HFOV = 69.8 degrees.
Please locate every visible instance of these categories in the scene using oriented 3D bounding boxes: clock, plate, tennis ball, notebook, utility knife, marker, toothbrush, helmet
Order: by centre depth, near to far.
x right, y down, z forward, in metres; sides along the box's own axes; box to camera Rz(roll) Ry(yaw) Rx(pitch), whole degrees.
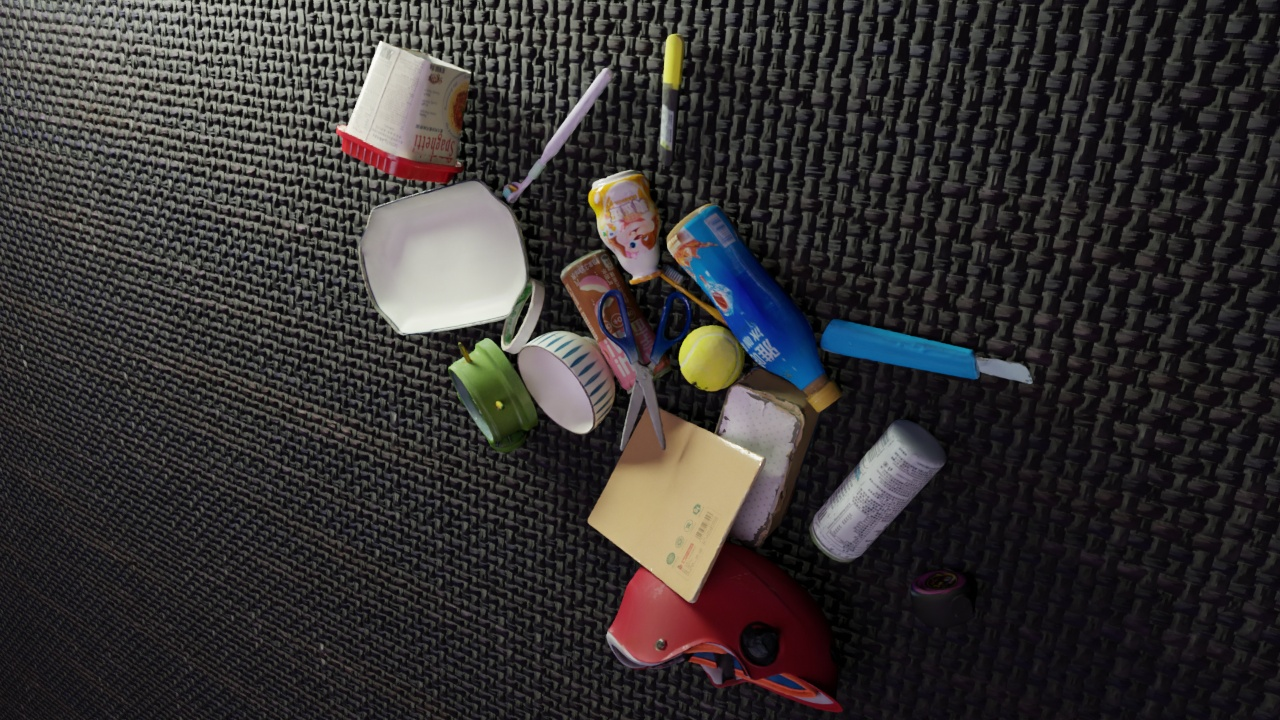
[{"bbox_3d":[0.251,-0.005,0.818,0.188,0.018,0.034,14,125,28],"label":"utility knife"},{"bbox_3d":[0.030,-0.247,0.879,0.018,0.015,0.124,18,119,27],"label":"marker"},{"bbox_3d":[0.070,-0.002,0.906,0.065,0.065,0.065,12,113,29],"label":"tennis ball"},{"bbox_3d":[0.029,0.132,0.910,0.208,0.008,0.147,22,83,58],"label":"notebook"},{"bbox_3d":[0.093,-0.040,0.911,0.191,0.016,0.018,37,114,18],"label":"toothbrush"},{"bbox_3d":[0.093,0.260,0.928,0.240,0.143,0.207,13,159,3],"label":"helmet"},{"bbox_3d":[-0.087,-0.233,0.957,0.021,0.029,0.190,28,129,-26],"label":"toothbrush"},{"bbox_3d":[-0.172,0.045,1.064,0.116,0.056,0.161,54,162,18],"label":"clock"},{"bbox_3d":[-0.227,-0.118,1.073,0.266,0.034,0.162,-8,98,35],"label":"plate"}]

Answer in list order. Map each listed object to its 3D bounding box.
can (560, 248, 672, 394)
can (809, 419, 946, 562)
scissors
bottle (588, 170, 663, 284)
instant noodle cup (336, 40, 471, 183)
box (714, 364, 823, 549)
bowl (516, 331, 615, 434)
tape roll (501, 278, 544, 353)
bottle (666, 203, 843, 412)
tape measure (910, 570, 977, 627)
[{"bbox_3d":[-0.025,-0.041,0.960,0.058,0.057,0.147,-30,89,36],"label":"can"},{"bbox_3d":[0.220,0.124,0.860,0.058,0.058,0.147,40,124,15],"label":"can"},{"bbox_3d":[0.009,0.001,0.925,0.163,0.160,0.012,54,169,-2],"label":"scissors"},{"bbox_3d":[-0.010,-0.132,0.915,0.063,0.063,0.108,-13,99,35],"label":"bottle"},{"bbox_3d":[-0.249,-0.269,0.998,0.117,0.116,0.124,28,109,22],"label":"instant noodle cup"},{"bbox_3d":[0.117,0.092,0.916,0.090,0.061,0.185,28,118,22],"label":"box"},{"bbox_3d":[-0.071,0.015,0.994,0.116,0.066,0.117,33,145,27],"label":"bowl"},{"bbox_3d":[-0.131,-0.049,1.016,0.014,0.085,0.086,22,128,-23],"label":"tape roll"},{"bbox_3d":[0.112,-0.046,0.863,0.065,0.065,0.218,-42,82,36],"label":"bottle"},{"bbox_3d":[0.283,0.224,0.855,0.058,0.057,0.039,-9,103,26],"label":"tape measure"}]
